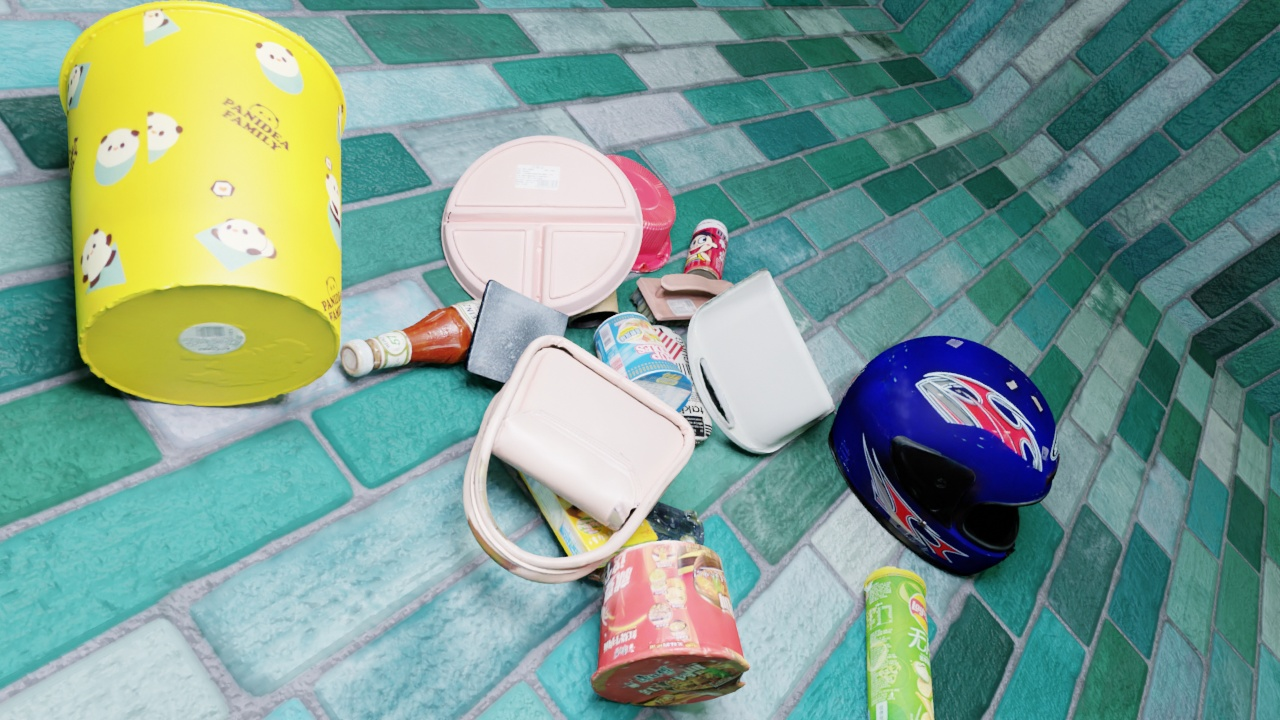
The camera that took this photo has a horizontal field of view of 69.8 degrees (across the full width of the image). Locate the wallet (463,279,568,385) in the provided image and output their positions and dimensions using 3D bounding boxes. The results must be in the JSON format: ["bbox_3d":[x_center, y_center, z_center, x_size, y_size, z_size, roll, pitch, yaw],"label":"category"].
[{"bbox_3d":[-0.127,-0.020,0.953,0.120,0.019,0.097,25,74,-49],"label":"wallet"}]

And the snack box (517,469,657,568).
[{"bbox_3d":[-0.055,0.137,0.902,0.086,0.034,0.140,-2,47,-42],"label":"snack box"}]

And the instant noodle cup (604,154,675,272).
[{"bbox_3d":[-0.023,-0.214,1.254,0.193,0.066,0.193,23,42,-22],"label":"instant noodle cup"}]

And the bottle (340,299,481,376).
[{"bbox_3d":[-0.203,-0.023,0.918,0.205,0.060,0.059,-19,68,-49],"label":"bottle"}]

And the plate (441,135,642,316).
[{"bbox_3d":[-0.112,-0.156,1.036,0.229,0.028,0.229,0,72,1],"label":"plate"}]

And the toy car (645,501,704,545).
[{"bbox_3d":[0.025,0.172,0.959,0.090,0.034,0.042,24,45,-20],"label":"toy car"}]

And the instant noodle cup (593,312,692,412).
[{"bbox_3d":[-0.006,0.006,1.046,0.099,0.099,0.109,10,41,-36],"label":"instant noodle cup"}]

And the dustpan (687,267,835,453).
[{"bbox_3d":[0.150,0.006,1.188,0.222,0.143,0.257,64,8,-1],"label":"dustpan"}]

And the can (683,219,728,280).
[{"bbox_3d":[0.093,-0.145,1.301,0.053,0.053,0.132,32,39,-14],"label":"can"}]

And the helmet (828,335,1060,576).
[{"bbox_3d":[0.418,0.111,1.199,0.315,0.241,0.246,44,40,0],"label":"helmet"}]

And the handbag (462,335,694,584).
[{"bbox_3d":[-0.070,0.102,0.845,0.193,0.094,0.233,31,40,-2],"label":"handbag"}]

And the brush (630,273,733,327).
[{"bbox_3d":[0.061,-0.081,1.197,0.145,0.073,0.063,-3,56,-45],"label":"brush"}]

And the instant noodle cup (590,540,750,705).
[{"bbox_3d":[0.022,0.231,0.812,0.137,0.138,0.108,19,47,-28],"label":"instant noodle cup"}]

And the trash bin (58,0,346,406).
[{"bbox_3d":[-0.352,-0.116,0.756,0.229,0.230,0.255,8,56,-37],"label":"trash bin"}]

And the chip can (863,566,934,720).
[{"bbox_3d":[0.282,0.335,1.002,0.072,0.073,0.220,32,39,-14],"label":"chip can"}]

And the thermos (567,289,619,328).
[{"bbox_3d":[-0.070,-0.115,1.091,0.092,0.093,0.143,-1,73,-42],"label":"thermos"}]

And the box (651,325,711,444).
[{"bbox_3d":[0.042,0.025,1.101,0.068,0.051,0.164,-5,60,-27],"label":"box"}]

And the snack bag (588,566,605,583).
[{"bbox_3d":[-0.005,0.213,0.901,0.104,0.026,0.048,27,32,-20],"label":"snack bag"}]
